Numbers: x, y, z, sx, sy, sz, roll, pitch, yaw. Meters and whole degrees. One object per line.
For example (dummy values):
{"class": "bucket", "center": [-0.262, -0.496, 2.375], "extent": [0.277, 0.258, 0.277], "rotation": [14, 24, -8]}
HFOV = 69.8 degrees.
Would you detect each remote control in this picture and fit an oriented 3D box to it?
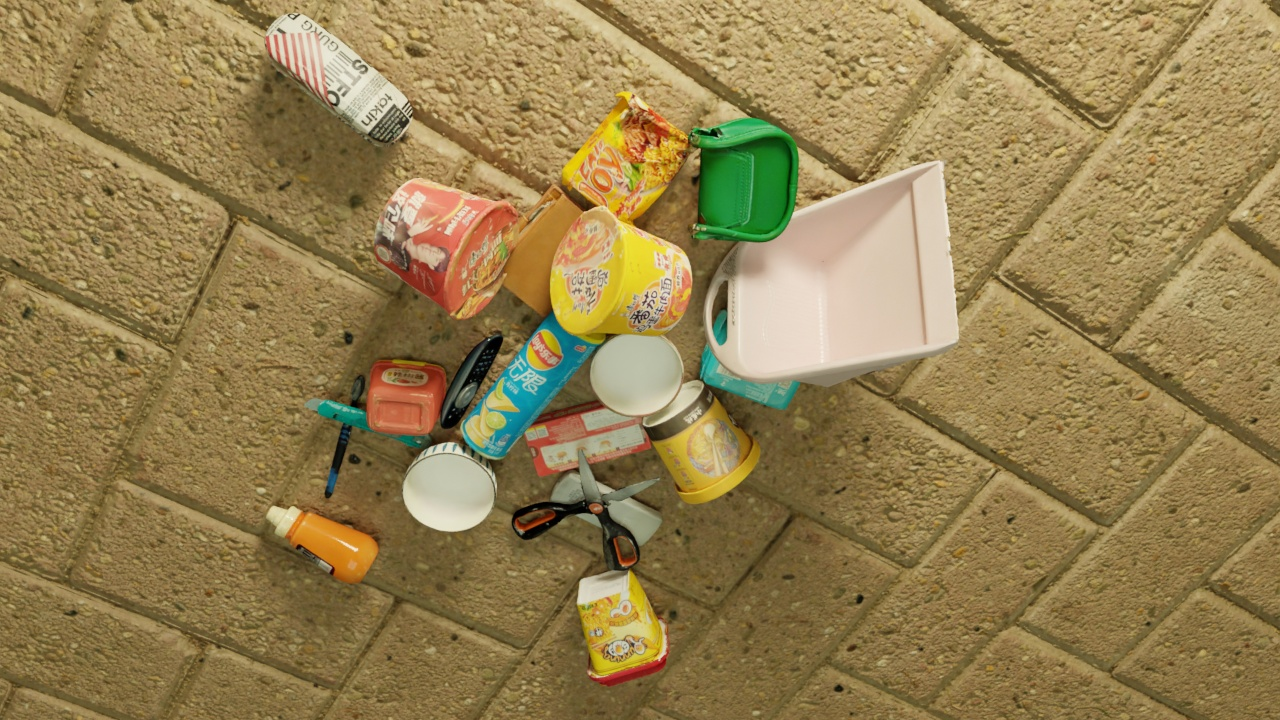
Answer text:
{"class": "remote control", "center": [-0.046, 0.196, 1.223], "extent": [0.150, 0.021, 0.058], "rotation": [29, 118, -15]}
{"class": "remote control", "center": [-0.210, 0.022, 1.116], "extent": [0.024, 0.053, 0.136], "rotation": [34, 103, 13]}

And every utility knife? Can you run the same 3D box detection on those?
{"class": "utility knife", "center": [-0.335, 0.079, 1.142], "extent": [0.166, 0.013, 0.029], "rotation": [22, 110, -24]}

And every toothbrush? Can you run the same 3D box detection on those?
{"class": "toothbrush", "center": [-0.377, 0.101, 1.161], "extent": [0.014, 0.016, 0.190], "rotation": [18, 113, -11]}

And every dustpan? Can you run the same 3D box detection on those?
{"class": "dustpan", "center": [0.193, -0.080, 0.991], "extent": [0.138, 0.222, 0.274], "rotation": [15, 150, -22]}

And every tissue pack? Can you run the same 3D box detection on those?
{"class": "tissue pack", "center": [0.145, -0.001, 1.130], "extent": [0.133, 0.050, 0.093], "rotation": [20, 110, -13]}

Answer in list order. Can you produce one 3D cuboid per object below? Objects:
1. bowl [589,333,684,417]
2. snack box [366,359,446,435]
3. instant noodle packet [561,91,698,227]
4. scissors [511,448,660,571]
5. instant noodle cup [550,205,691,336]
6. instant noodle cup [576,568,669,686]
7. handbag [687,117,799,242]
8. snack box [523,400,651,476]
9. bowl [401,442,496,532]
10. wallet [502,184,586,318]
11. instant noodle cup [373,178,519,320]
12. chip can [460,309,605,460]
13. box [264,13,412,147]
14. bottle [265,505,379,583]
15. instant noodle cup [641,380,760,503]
{"class": "bowl", "center": [-0.007, 0.007, 1.117], "extent": [0.113, 0.062, 0.114], "rotation": [-2, 114, -4]}
{"class": "snack box", "center": [-0.285, 0.049, 1.108], "extent": [0.091, 0.080, 0.082], "rotation": [5, 115, -7]}
{"class": "instant noodle packet", "center": [-0.014, -0.219, 1.023], "extent": [0.110, 0.044, 0.129], "rotation": [34, 108, -15]}
{"class": "scissors", "center": [-0.063, 0.204, 1.198], "extent": [0.234, 0.021, 0.221], "rotation": [-19, 124, 22]}
{"class": "instant noodle cup", "center": [-0.017, -0.088, 1.016], "extent": [0.109, 0.138, 0.138], "rotation": [9, 117, -38]}
{"class": "instant noodle cup", "center": [-0.030, 0.359, 1.258], "extent": [0.116, 0.116, 0.124], "rotation": [-18, 103, 5]}
{"class": "handbag", "center": [0.108, -0.196, 1.013], "extent": [0.120, 0.068, 0.131], "rotation": [-11, 119, -20]}
{"class": "snack box", "center": [-0.068, 0.094, 1.173], "extent": [0.153, 0.025, 0.075], "rotation": [-15, 115, 3]}
{"class": "bowl", "center": [-0.239, 0.153, 1.166], "extent": [0.116, 0.066, 0.117], "rotation": [-1, 114, -3]}
{"class": "wallet", "center": [-0.104, -0.124, 1.067], "extent": [0.108, 0.031, 0.132], "rotation": [37, 107, -22]}
{"class": "instant noodle cup", "center": [-0.214, -0.127, 0.994], "extent": [0.108, 0.137, 0.138], "rotation": [26, 113, 13]}
{"class": "chip can", "center": [-0.132, 0.025, 1.103], "extent": [0.071, 0.071, 0.211], "rotation": [34, 113, -18]}
{"class": "box", "center": [-0.317, -0.294, 0.971], "extent": [0.163, 0.082, 0.075], "rotation": [36, 74, -17]}
{"class": "bottle", "center": [-0.419, 0.233, 1.197], "extent": [0.149, 0.066, 0.067], "rotation": [31, 109, -9]}
{"class": "instant noodle cup", "center": [0.070, 0.097, 1.139], "extent": [0.118, 0.118, 0.114], "rotation": [-33, 105, 11]}
